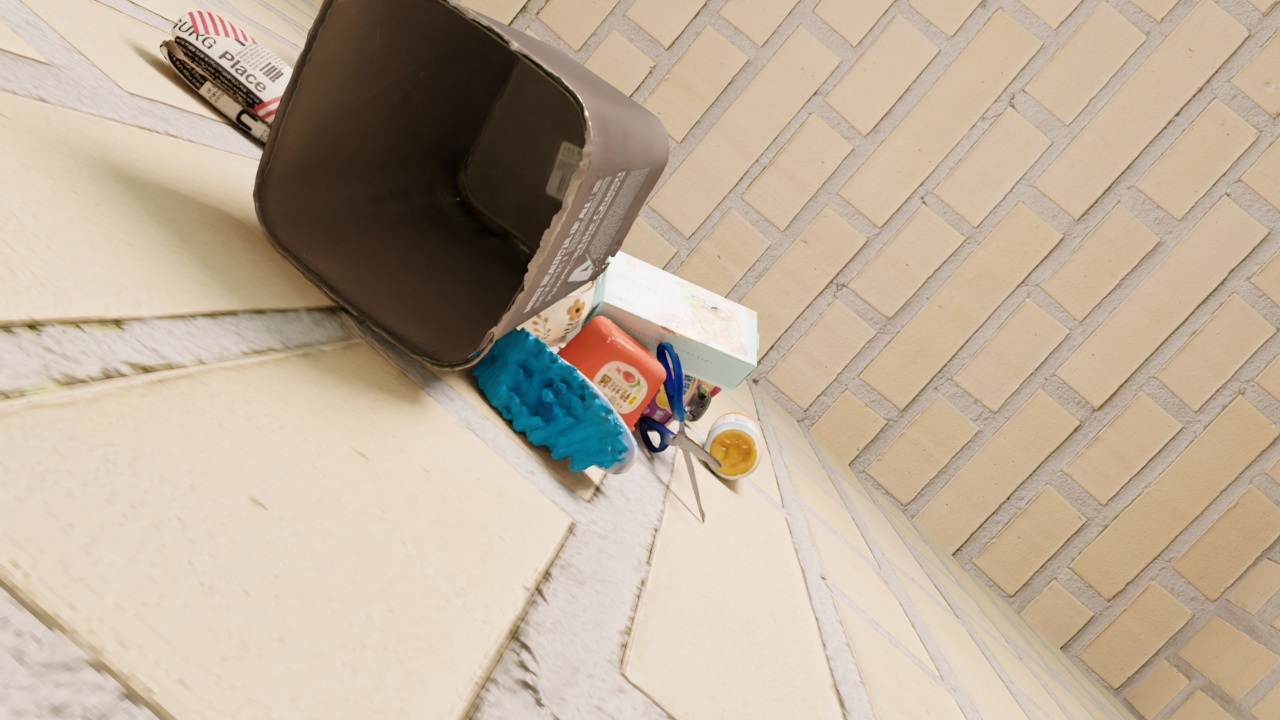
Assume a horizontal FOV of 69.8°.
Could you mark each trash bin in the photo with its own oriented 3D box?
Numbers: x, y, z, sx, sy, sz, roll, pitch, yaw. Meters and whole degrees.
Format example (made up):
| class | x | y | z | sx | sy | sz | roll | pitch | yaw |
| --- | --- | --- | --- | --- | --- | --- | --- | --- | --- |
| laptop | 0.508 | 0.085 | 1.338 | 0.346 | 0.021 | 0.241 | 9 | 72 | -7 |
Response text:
| class | x | y | z | sx | sy | sz | roll | pitch | yaw |
| --- | --- | --- | --- | --- | --- | --- | --- | --- | --- |
| trash bin | -0.099 | -0.131 | 0.634 | 0.198 | 0.199 | 0.219 | 37 | 22 | 11 |

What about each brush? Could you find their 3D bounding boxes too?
| class | x | y | z | sx | sy | sz | roll | pitch | yaw |
| --- | --- | --- | --- | --- | --- | --- | --- | --- | --- |
| brush | -0.113 | -0.016 | 0.715 | 0.314 | 0.060 | 0.109 | 41 | 1 | 24 |

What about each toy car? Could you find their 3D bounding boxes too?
| class | x | y | z | sx | sy | sz | roll | pitch | yaw |
| --- | --- | --- | --- | --- | --- | --- | --- | --- | --- |
| toy car | 0.039 | 0.035 | 1.192 | 0.120 | 0.053 | 0.045 | 35 | 0 | -26 |

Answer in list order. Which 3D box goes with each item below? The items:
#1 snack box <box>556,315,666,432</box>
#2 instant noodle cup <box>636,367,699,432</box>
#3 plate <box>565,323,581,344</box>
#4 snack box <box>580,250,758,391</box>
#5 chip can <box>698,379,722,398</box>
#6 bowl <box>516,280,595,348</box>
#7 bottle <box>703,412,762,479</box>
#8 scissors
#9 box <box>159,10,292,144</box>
| class | x | y | z | sx | sy | sz | roll | pitch | yaw |
| --- | --- | --- | --- | --- | --- | --- | --- | --- | --- |
| snack box | -0.031 | 0.012 | 0.839 | 0.091 | 0.080 | 0.082 | 36 | 8 | -31 |
| instant noodle cup | -0.006 | 0.006 | 0.944 | 0.099 | 0.112 | 0.111 | 27 | 13 | -26 |
| plate | 0.015 | -0.016 | 1.035 | 0.163 | 0.165 | 0.034 | 32 | 38 | -43 |
| snack box | 0.031 | -0.039 | 0.895 | 0.174 | 0.052 | 0.074 | 22 | 48 | -18 |
| chip can | 0.019 | -0.023 | 1.226 | 0.210 | 0.071 | 0.071 | 28 | 11 | -20 |
| bowl | -0.098 | -0.047 | 0.834 | 0.113 | 0.062 | 0.113 | 3 | 21 | -1 |
| bottle | 0.116 | 0.100 | 1.136 | 0.068 | 0.068 | 0.189 | 41 | 7 | 3 |
| scissors | 0.033 | 0.064 | 0.848 | 0.012 | 0.175 | 0.163 | -6 | -7 | -23 |
| box | -0.326 | -0.236 | 0.792 | 0.163 | 0.081 | 0.075 | 42 | 12 | -19 |
